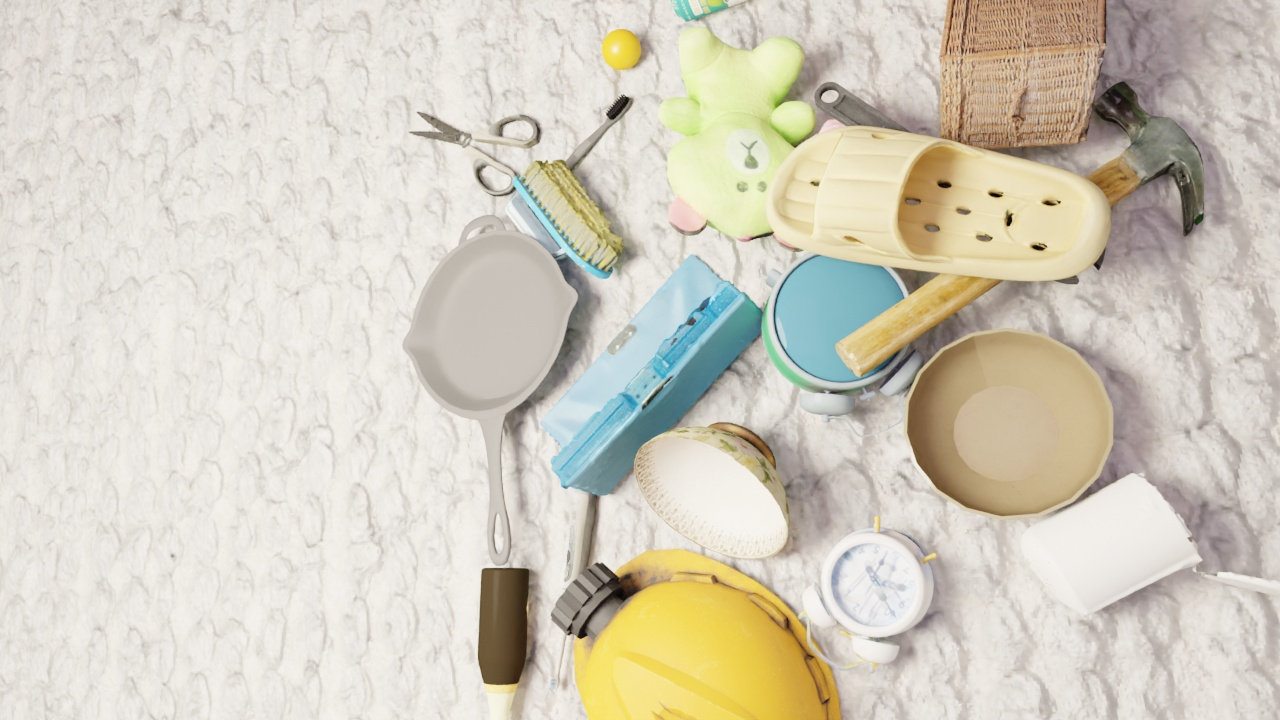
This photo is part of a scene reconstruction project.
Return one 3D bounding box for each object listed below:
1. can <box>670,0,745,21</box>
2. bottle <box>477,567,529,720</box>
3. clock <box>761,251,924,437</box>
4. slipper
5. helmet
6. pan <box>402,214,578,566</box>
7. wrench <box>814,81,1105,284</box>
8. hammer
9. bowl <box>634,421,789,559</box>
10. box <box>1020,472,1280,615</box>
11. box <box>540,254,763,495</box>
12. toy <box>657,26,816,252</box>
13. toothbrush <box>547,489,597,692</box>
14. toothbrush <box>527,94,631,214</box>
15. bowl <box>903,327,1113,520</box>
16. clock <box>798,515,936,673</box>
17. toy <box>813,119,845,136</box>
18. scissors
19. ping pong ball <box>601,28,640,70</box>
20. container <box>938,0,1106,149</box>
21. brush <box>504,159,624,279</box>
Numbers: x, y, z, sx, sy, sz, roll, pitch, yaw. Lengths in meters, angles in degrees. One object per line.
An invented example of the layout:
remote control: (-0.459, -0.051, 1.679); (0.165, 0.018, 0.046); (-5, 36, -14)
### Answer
can: (0.079, -0.376, 0.903); (0.102, 0.055, 0.055); (-13, 75, 18)
bottle: (-0.129, 0.287, 0.853); (0.045, 0.045, 0.184); (-4, 78, 20)
clock: (0.174, -0.014, 0.783); (0.122, 0.075, 0.161); (-21, 82, 1)
slipper: (0.216, -0.127, 0.697); (0.262, 0.079, 0.111); (16, 84, 25)
helmet: (0.035, 0.273, 0.749); (0.255, 0.131, 0.205); (38, 93, 22)
pan: (-0.144, 0.023, 0.913); (0.217, 0.024, 0.354); (-14, 72, 26)
wrench: (0.248, -0.151, 0.740); (0.273, 0.018, 0.073); (42, 90, 23)
hammer: (0.302, -0.089, 0.736); (0.330, 0.033, 0.132); (-34, 72, -3)
bowl: (0.071, 0.100, 0.789); (0.145, 0.145, 0.063); (18, 48, 23)
box: (0.379, 0.152, 0.672); (0.147, 0.084, 0.136); (-34, 63, 10)
box: (-0.006, 0.004, 0.841); (0.232, 0.094, 0.112); (-48, 65, 7)
toy: (0.089, -0.198, 0.845); (0.150, 0.107, 0.197); (5, 90, -2)
toothbrush: (-0.064, 0.214, 0.857); (0.022, 0.024, 0.185); (-6, 73, 61)
toothbrush: (-0.068, -0.209, 0.950); (0.167, 0.013, 0.013); (-48, 68, 8)
bowl: (0.292, 0.054, 0.734); (0.152, 0.050, 0.152); (-6, 73, 21)
clock: (0.185, 0.195, 0.751); (0.089, 0.052, 0.125); (33, 95, 22)
toy: (0.195, -0.190, 0.817); (0.053, 0.099, 0.095); (-26, 38, 53)
scissors: (-0.179, -0.243, 0.998); (0.150, 0.012, 0.164); (-33, 68, 11)
ping pong ball: (-0.020, -0.318, 0.937); (0.040, 0.040, 0.040); (-4, 78, 20)
container: (0.308, -0.276, 0.743); (0.113, 0.114, 0.198); (4, 65, 20)
brush: (-0.075, -0.130, 0.913); (0.136, 0.055, 0.076); (52, 125, 15)
